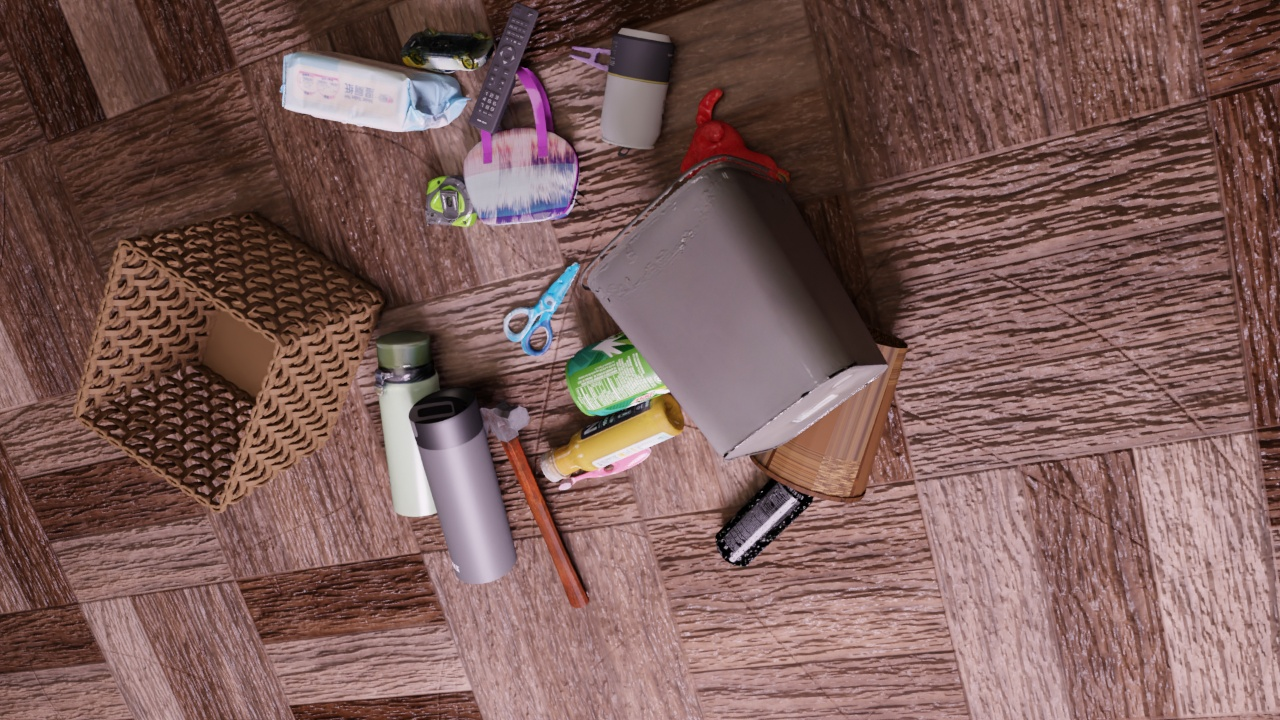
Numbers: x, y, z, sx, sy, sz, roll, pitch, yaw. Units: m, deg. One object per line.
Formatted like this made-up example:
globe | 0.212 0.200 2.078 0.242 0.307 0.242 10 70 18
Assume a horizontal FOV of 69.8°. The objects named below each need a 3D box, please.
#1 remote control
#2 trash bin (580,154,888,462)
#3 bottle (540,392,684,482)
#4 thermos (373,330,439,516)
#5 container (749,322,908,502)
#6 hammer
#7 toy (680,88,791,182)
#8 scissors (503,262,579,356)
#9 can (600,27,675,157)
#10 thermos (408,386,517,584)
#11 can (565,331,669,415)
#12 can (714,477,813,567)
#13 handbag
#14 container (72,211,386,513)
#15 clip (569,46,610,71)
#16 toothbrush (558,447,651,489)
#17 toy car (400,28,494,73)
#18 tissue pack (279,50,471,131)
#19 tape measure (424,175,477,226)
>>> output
remote control | -0.144 -0.311 0.981 0.032 0.015 0.136 26 100 15
trash bin | 0.099 -0.041 0.876 0.198 0.197 0.220 -41 71 26
bottle | -0.038 0.096 1.099 0.187 0.053 0.053 -26 99 26
thermos | -0.289 0.078 1.155 0.082 0.082 0.231 3 109 16
container | 0.205 0.045 0.974 0.132 0.132 0.167 20 106 10
hammer | -0.128 0.184 1.150 0.111 0.028 0.301 9 125 54
toy | 0.096 -0.216 0.964 0.088 0.094 0.133 -32 70 62
scissors | -0.111 -0.066 1.094 0.066 0.015 0.135 40 112 2
can | -0.005 -0.277 0.961 0.064 0.064 0.127 15 111 12
thermos | -0.218 0.156 1.136 0.082 0.082 0.241 -1 118 17
can | -0.006 0.006 1.044 0.144 0.082 0.083 -22 100 22
can | 0.145 0.183 1.072 0.054 0.053 0.138 40 114 1
handbag | -0.134 -0.239 1.020 0.145 0.068 0.170 -2 100 18
container | -0.491 -0.008 1.116 0.219 0.213 0.252 32 114 5
clip | -0.047 -0.331 0.985 0.052 0.014 0.041 38 114 0
toothbrush | -0.046 0.134 1.135 0.135 0.016 0.021 -24 104 23
toy car | -0.211 -0.339 1.014 0.105 0.047 0.033 8 142 16
tissue pack | -0.294 -0.295 1.017 0.182 0.111 0.070 15 110 12
tape measure | -0.220 -0.186 1.072 0.066 0.035 0.059 5 108 16
